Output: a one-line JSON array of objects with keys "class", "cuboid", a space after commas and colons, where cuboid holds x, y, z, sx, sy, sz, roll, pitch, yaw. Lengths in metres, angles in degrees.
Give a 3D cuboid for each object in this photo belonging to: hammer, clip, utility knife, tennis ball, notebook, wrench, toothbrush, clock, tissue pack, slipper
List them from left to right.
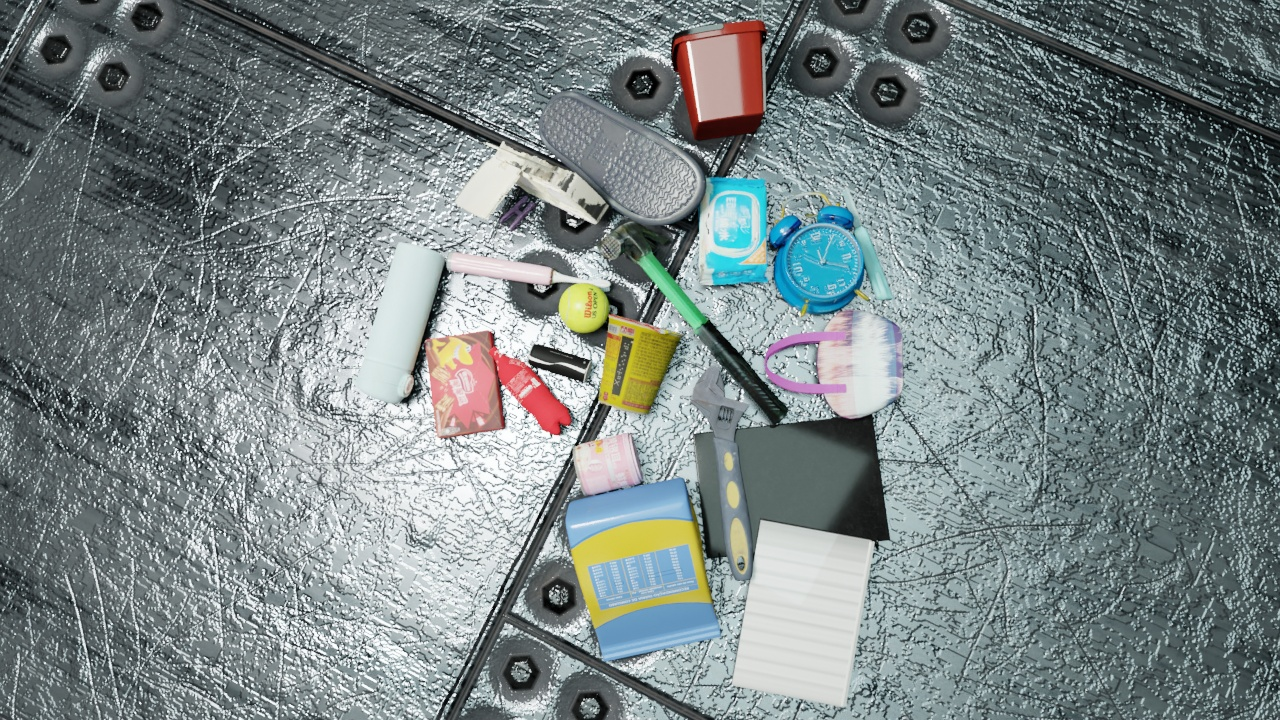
[{"class": "clip", "cuboid": [-0.165, -0.199, 1.242, 0.052, 0.013, 0.036, -43, 84, -5]}, {"class": "toothbrush", "cuboid": [-0.149, -0.116, 1.224, 0.222, 0.027, 0.027, 10, 56, 5]}, {"class": "tennis ball", "cuboid": [-0.073, -0.068, 1.193, 0.065, 0.065, 0.065, 0, 83, 4]}, {"class": "slipper", "cuboid": [-0.020, -0.262, 1.213, 0.268, 0.083, 0.111, 37, 105, 23]}, {"class": "hammer", "cuboid": [0.077, -0.047, 1.170, 0.032, 0.130, 0.319, -39, 92, 27]}, {"class": "wrench", "cuboid": [0.111, 0.140, 1.161, 0.073, 0.022, 0.273, -7, 80, 2]}, {"class": "tissue pack", "cuboid": [0.119, -0.171, 1.194, 0.093, 0.062, 0.144, -1, 83, 4]}, {"class": "notebook", "cuboid": [0.191, 0.165, 1.172, 0.231, 0.019, 0.169, -6, 82, 3]}, {"class": "notebook", "cuboid": [0.203, 0.315, 1.145, 0.142, 0.009, 0.209, 10, 90, 4]}, {"class": "clock", "cuboid": [0.227, -0.138, 1.184, 0.117, 0.060, 0.161, -16, 81, 2]}, {"class": "utility knife", "cuboid": [0.295, -0.153, 1.203, 0.022, 0.015, 0.158, -18, 85, 1]}]

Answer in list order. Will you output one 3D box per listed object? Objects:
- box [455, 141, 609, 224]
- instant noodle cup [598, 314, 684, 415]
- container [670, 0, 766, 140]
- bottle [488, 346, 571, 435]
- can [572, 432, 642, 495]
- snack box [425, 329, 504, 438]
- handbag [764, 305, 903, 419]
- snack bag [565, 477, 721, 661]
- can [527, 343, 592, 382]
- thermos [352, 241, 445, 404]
[{"class": "box", "cuboid": [-0.148, -0.212, 1.150, 0.145, 0.186, 0.101, 29, 102, 35]}, {"class": "instant noodle cup", "cuboid": [-0.007, 0.007, 1.173, 0.100, 0.100, 0.112, 16, 95, 5]}, {"class": "container", "cuboid": [0.103, -0.400, 1.180, 0.127, 0.148, 0.201, -7, 92, 2]}, {"class": "bottle", "cuboid": [-0.146, 0.037, 1.195, 0.042, 0.042, 0.141, -43, 86, -2]}, {"class": "can", "cuboid": [-0.041, 0.132, 1.167, 0.076, 0.067, 0.067, -14, 82, 3]}, {"class": "snack box", "cuboid": [-0.232, 0.032, 1.214, 0.089, 0.021, 0.133, -9, 83, 2]}, {"class": "handbag", "cuboid": [0.245, 0.002, 1.171, 0.170, 0.068, 0.144, 0, 84, 10]}, {"class": "snack bag", "cuboid": [0.005, 0.265, 1.140, 0.159, 0.102, 0.205, -13, 99, 2]}, {"class": "can", "cuboid": [-0.106, 0.003, 1.204, 0.080, 0.031, 0.031, 17, 85, 6]}, {"class": "thermos", "cuboid": [-0.316, -0.047, 1.207, 0.078, 0.065, 0.206, 14, 84, 12]}]
